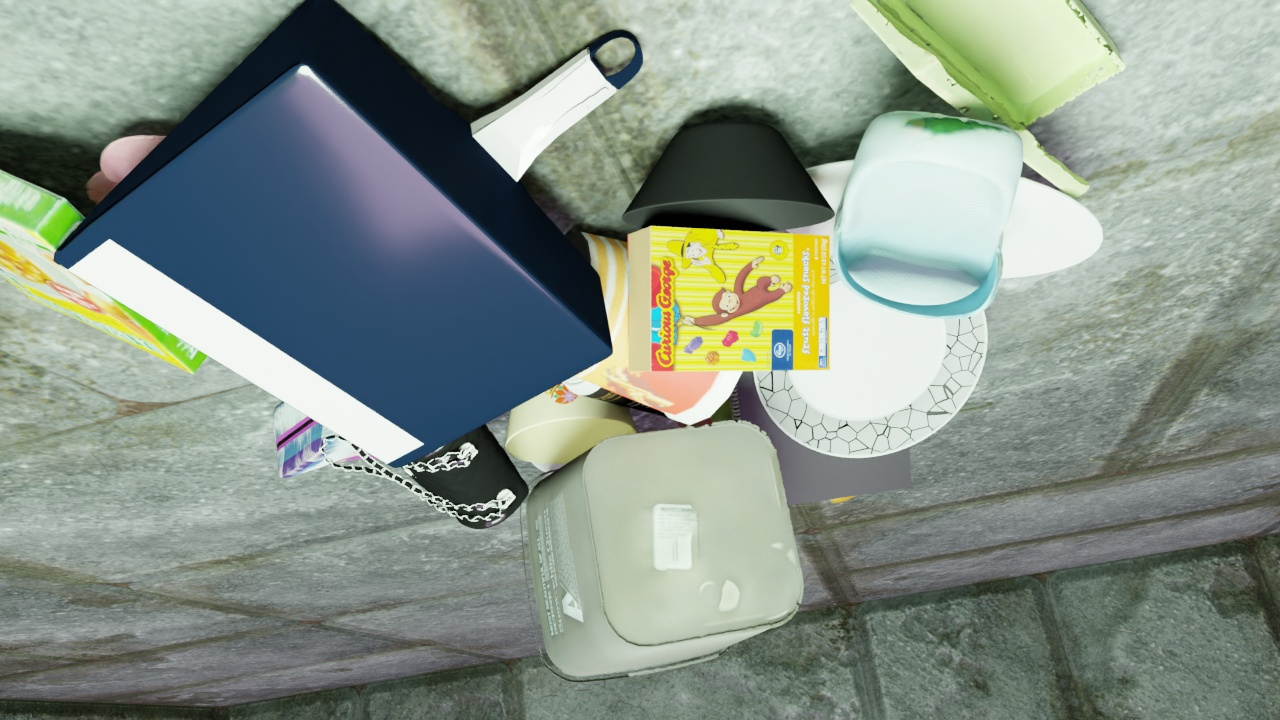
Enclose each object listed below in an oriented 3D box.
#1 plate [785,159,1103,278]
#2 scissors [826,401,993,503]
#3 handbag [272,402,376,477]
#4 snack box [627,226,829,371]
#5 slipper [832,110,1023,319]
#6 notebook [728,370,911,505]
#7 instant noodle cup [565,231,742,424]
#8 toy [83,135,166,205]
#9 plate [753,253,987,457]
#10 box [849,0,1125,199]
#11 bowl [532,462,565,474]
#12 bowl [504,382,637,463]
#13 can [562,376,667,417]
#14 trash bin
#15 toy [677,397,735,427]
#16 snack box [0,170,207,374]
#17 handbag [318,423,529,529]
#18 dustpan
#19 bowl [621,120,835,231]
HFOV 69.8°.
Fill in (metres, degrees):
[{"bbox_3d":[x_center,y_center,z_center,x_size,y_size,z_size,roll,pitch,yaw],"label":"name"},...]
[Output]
[{"bbox_3d":[0.189,-0.094,0.603,0.208,0.015,0.209,12,171,2],"label":"plate"},{"bbox_3d":[0.226,0.065,0.901,0.226,0.224,0.016,-5,124,24],"label":"scissors"},{"bbox_3d":[-0.250,0.071,0.874,0.145,0.068,0.169,-29,155,38],"label":"handbag"},{"bbox_3d":[0.058,-0.037,0.595,0.125,0.088,0.040,0,180,-21],"label":"snack box"},{"bbox_3d":[0.158,-0.065,0.527,0.104,0.074,0.245,11,170,15],"label":"slipper"},{"bbox_3d":[0.150,0.029,0.781,0.149,0.016,0.207,-9,114,3],"label":"notebook"},{"bbox_3d":[-0.005,-0.029,0.653,0.121,0.123,0.124,16,148,-28],"label":"instant noodle cup"},{"bbox_3d":[-0.200,-0.061,0.552,0.238,0.087,0.191,24,126,-35],"label":"toy"},{"bbox_3d":[0.185,-0.007,0.747,0.188,0.016,0.189,-1,114,-2],"label":"plate"},{"bbox_3d":[0.194,-0.165,0.474,0.187,0.091,0.083,13,126,-44],"label":"box"},{"bbox_3d":[-0.067,0.087,0.950,0.113,0.063,0.113,-6,157,-3],"label":"bowl"},{"bbox_3d":[-0.065,0.039,0.829,0.118,0.074,0.118,-6,156,-3],"label":"bowl"},{"bbox_3d":[-0.005,0.004,0.773,0.128,0.071,0.072,17,146,-43],"label":"can"},{"bbox_3d":[0.015,0.155,0.754,0.197,0.197,0.220,-6,163,-15],"label":"trash bin"},{"bbox_3d":[0.151,0.015,0.834,0.237,0.096,0.192,-36,134,23],"label":"toy"},{"bbox_3d":[-0.334,-0.058,0.515,0.132,0.027,0.168,23,158,10],"label":"snack box"},{"bbox_3d":[-0.179,0.086,0.777,0.125,0.114,0.154,28,155,35],"label":"handbag"},{"bbox_3d":[-0.111,-0.078,0.495,0.274,0.080,0.236,-28,136,19],"label":"dustpan"},{"bbox_3d":[0.051,-0.110,0.539,0.124,0.052,0.124,0,180,0],"label":"bowl"}]
